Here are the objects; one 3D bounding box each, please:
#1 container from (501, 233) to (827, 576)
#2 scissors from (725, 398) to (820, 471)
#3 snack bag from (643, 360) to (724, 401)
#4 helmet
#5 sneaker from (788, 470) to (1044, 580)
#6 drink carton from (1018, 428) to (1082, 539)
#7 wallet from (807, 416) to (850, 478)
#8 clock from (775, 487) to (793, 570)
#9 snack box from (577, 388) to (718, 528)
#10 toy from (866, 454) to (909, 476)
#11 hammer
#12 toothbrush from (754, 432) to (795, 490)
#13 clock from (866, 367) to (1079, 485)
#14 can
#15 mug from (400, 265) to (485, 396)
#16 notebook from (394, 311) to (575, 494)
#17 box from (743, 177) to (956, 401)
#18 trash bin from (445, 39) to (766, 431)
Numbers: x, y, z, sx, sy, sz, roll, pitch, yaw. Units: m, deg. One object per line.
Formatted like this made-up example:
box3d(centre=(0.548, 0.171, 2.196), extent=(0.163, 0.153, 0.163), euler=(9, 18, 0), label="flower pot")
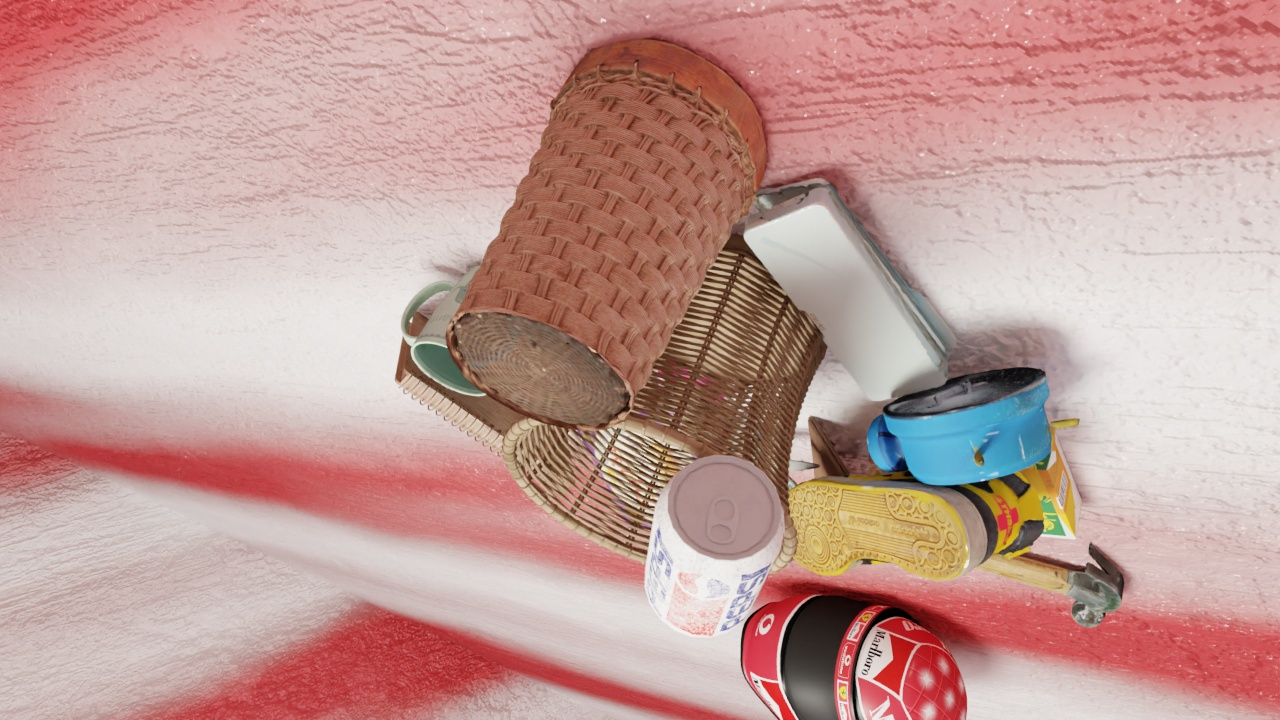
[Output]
box3d(centre=(0.036, 0.032, 0.721), extent=(0.227, 0.195, 0.227), euler=(17, 148, 11), label="container")
box3d(centre=(0.075, 0.107, 0.936), extent=(0.226, 0.016, 0.226), euler=(28, 132, 21), label="scissors")
box3d(centre=(0.009, 0.037, 0.942), extent=(0.070, 0.016, 0.197), euler=(38, 148, -21), label="snack bag")
box3d(centre=(0.291, 0.414, 1.170), extent=(0.271, 0.197, 0.225), euler=(46, 146, -19), label="helmet")
box3d(centre=(0.222, 0.127, 0.765), extent=(0.122, 0.086, 0.239), euler=(-12, 179, -27), label="sneaker")
box3d(centre=(0.333, 0.104, 0.788), extent=(0.058, 0.041, 0.122), euler=(-1, 143, 38), label="drink carton")
box3d(centre=(0.188, 0.117, 0.892), extent=(0.013, 0.087, 0.121), euler=(-24, 143, -3), label="wallet")
box3d(centre=(0.132, 0.181, 1.019), extent=(0.117, 0.083, 0.057), euler=(41, 141, -19), label="clock")
box3d(centre=(0.019, 0.104, 0.934), extent=(0.148, 0.040, 0.143), euler=(-9, 114, 43), label="snack box")
box3d(centre=(0.255, 0.114, 0.848), extent=(0.106, 0.085, 0.074), euler=(-7, 102, 10), label="toy")
box3d(centre=(0.322, 0.194, 0.955), extent=(0.331, 0.033, 0.132), euler=(14, 151, 18), label="hammer")
box3d(centre=(0.137, 0.107, 0.960), extent=(0.022, 0.017, 0.135), euler=(3, 144, 34), label="toothbrush")
box3d(centre=(0.239, 0.048, 0.695), extent=(0.162, 0.116, 0.060), euler=(172, 79, -74), label="clock")
box3d(centre=(0.045, 0.120, 0.583), extent=(0.078, 0.078, 0.136), euler=(19, 148, 9), label="can")
box3d(centre=(-0.169, -0.036, 0.863), extent=(0.111, 0.103, 0.084), euler=(15, 150, 14), label="mug")
box3d(centre=(-0.159, 0.045, 0.958), extent=(0.210, 0.022, 0.169), euler=(38, -167, -22), label="notebook")
box3d(centre=(0.155, -0.047, 0.664), extent=(0.199, 0.070, 0.085), euler=(45, 164, -30), label="box")
box3d(centre=(-0.020, -0.076, 0.581), extent=(0.151, 0.209, 0.151), euler=(18, 150, 10), label="trash bin")
